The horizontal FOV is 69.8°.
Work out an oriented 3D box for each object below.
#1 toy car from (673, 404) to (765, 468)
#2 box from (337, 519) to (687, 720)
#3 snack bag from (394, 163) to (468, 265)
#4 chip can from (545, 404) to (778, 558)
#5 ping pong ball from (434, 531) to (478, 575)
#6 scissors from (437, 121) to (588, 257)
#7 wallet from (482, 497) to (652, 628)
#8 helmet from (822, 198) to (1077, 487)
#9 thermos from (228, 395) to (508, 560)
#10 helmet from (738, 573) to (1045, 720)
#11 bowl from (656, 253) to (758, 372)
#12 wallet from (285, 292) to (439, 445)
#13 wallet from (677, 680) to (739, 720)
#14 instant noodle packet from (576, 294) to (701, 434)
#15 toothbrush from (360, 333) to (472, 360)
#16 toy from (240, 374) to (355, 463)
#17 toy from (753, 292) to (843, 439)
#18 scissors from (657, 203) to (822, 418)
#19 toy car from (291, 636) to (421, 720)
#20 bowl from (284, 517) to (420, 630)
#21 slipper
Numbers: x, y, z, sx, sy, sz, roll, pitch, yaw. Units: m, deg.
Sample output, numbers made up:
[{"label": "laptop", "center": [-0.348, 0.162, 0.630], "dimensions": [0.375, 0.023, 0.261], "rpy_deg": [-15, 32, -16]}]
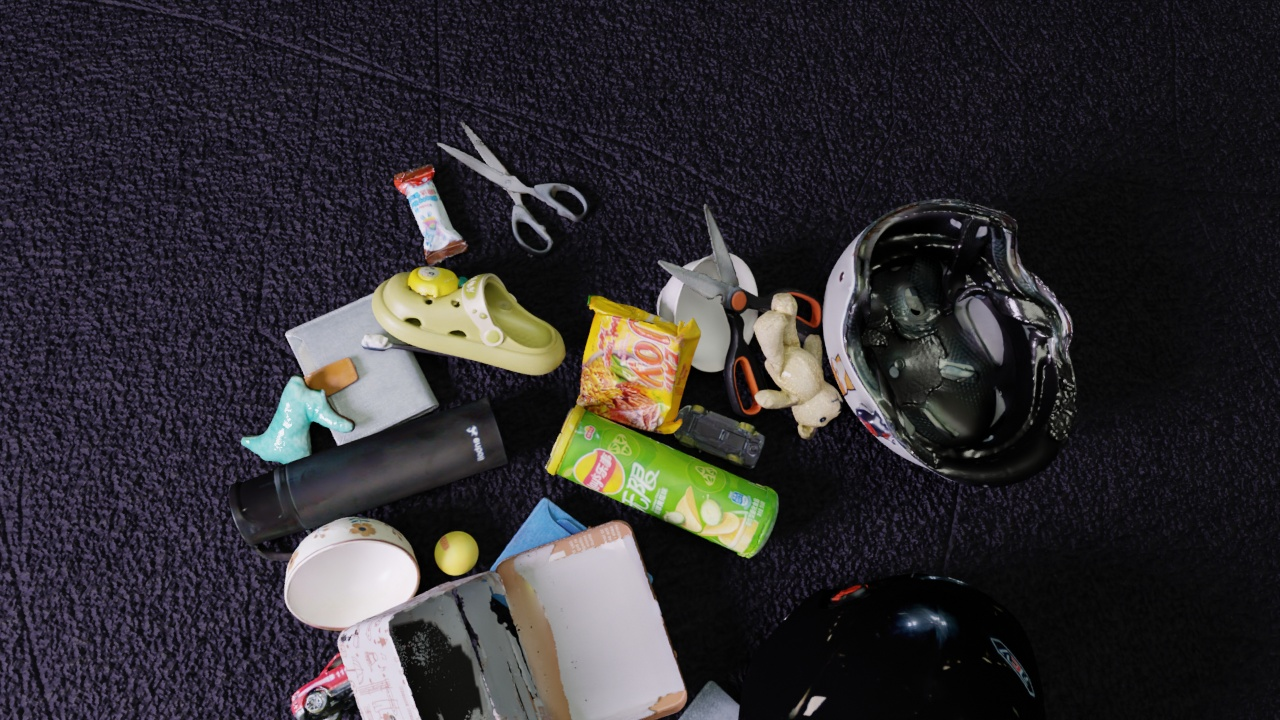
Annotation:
[{"label": "toy car", "center": [0.076, 0.076, 0.913], "dimensions": [0.090, 0.035, 0.042], "rpy_deg": [21, 72, 4]}, {"label": "box", "center": [-0.106, 0.265, 0.795], "dimensions": [0.271, 0.130, 0.179], "rpy_deg": [-18, 85, -26]}, {"label": "snack bag", "center": [-0.215, -0.150, 0.937], "dimensions": [0.045, 0.026, 0.105], "rpy_deg": [-22, 82, -15]}, {"label": "chip can", "center": [0.023, 0.116, 0.877], "dimensions": [0.221, 0.073, 0.072], "rpy_deg": [24, 74, -1]}, {"label": "ping pong ball", "center": [-0.171, 0.179, 0.852], "dimensions": [0.040, 0.040, 0.040], "rpy_deg": [2, 76, -7]}, {"label": "scissors", "center": [-0.132, -0.184, 0.966], "dimensions": [0.166, 0.014, 0.162], "rpy_deg": [-5, 74, -7]}, {"label": "wallet", "center": [-0.068, 0.207, 0.862], "dimensions": [0.133, 0.040, 0.106], "rpy_deg": [37, 79, 3]}, {"label": "helmet", "center": [0.281, -0.011, 0.900], "dimensions": [0.229, 0.157, 0.274], "rpy_deg": [-27, 91, -16]}, {"label": "thermos", "center": [-0.245, 0.112, 0.854], "dimensions": [0.242, 0.068, 0.090], "rpy_deg": [-19, 111, -10]}, {"label": "helmet", "center": [0.212, 0.310, 0.768], "dimensions": [0.275, 0.230, 0.233], "rpy_deg": [-38, 84, 9]}, {"label": "bowl", "center": [0.056, -0.051, 0.919], "dimensions": [0.118, 0.065, 0.118], "rpy_deg": [-10, 105, -41]}, {"label": "wallet", "center": [-0.271, 0.009, 0.885], "dimensions": [0.106, 0.037, 0.129], "rpy_deg": [-25, 80, -13]}, {"label": "wallet", "center": [0.080, 0.372, 0.849], "dimensions": [0.121, 0.019, 0.097], "rpy_deg": [42, 72, 5]}, {"label": "instant noodle packet", "center": [-0.005, 0.005, 0.871], "dimensions": [0.111, 0.129, 0.044], "rpy_deg": [17, 34, 11]}, {"label": "toothbrush", "center": [-0.179, -0.008, 0.895], "dimensions": [0.181, 0.018, 0.015], "rpy_deg": [8, 64, -19]}, {"label": "toy", "center": [-0.317, 0.060, 0.855], "dimensions": [0.096, 0.030, 0.092], "rpy_deg": [24, 103, 1]}, {"label": "toy", "center": [0.154, 0.004, 0.895], "dimensions": [0.104, 0.066, 0.157], "rpy_deg": [-52, 130, -31]}, {"label": "scissors", "center": [0.105, -0.048, 0.904], "dimensions": [0.224, 0.022, 0.221], "rpy_deg": [-14, 108, -34]}, {"label": "toy car", "center": [-0.249, 0.278, 0.812], "dimensions": [0.120, 0.053, 0.045], "rpy_deg": [-28, 60, -19]}, {"label": "bowl", "center": [-0.258, 0.181, 0.818], "dimensions": [0.113, 0.114, 0.062], "rpy_deg": [-18, 39, -11]}, {"label": "slipper", "center": [-0.157, -0.050, 0.881], "dimensions": [0.190, 0.082, 0.091], "rpy_deg": [19, 29, -9]}]
